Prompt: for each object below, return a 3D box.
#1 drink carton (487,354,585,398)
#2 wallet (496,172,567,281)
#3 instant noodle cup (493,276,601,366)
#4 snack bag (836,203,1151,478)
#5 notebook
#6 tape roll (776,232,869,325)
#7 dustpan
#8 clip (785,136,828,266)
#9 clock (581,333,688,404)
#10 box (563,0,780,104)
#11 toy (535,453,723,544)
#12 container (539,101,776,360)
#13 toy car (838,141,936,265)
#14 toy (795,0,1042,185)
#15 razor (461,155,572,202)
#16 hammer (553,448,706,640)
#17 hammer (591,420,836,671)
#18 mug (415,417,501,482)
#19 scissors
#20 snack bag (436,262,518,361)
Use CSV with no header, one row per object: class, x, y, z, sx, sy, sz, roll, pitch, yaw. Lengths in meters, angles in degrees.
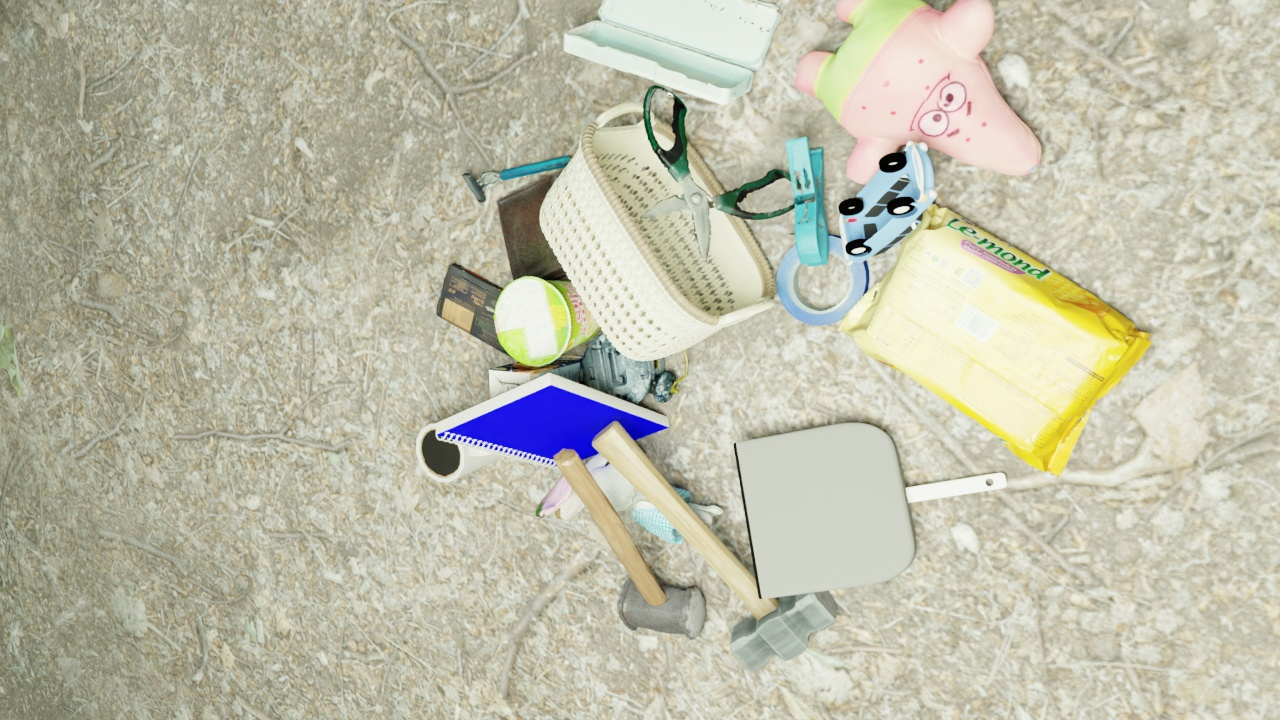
drink carton,-0.112,0.021,1.053,0.064,0.129,0.040,4,100,28
wallet,-0.116,-0.148,1.074,0.100,0.031,0.120,-18,82,30
instant noodle cup,-0.094,-0.051,1.040,0.099,0.107,0.099,6,103,27
snack bag,0.322,-0.021,0.851,0.247,0.068,0.160,36,113,17
notebook,-0.097,0.073,1.018,0.172,0.209,0.022,-23,63,29
tape roll,0.186,-0.082,0.938,0.091,0.016,0.093,13,106,25
dustpan,0.233,0.141,0.927,0.258,0.033,0.163,-13,77,20
clip,0.159,-0.152,0.883,0.028,0.113,0.127,-4,99,28
clock,-0.006,0.006,1.038,0.130,0.052,0.090,-6,98,29
box,0.030,-0.335,0.939,0.197,0.075,0.125,25,92,20
toy,-0.007,0.149,1.050,0.205,0.131,0.105,7,83,14
container,0.013,-0.120,0.935,0.143,0.184,0.246,-37,80,38
toy car,0.228,-0.140,0.841,0.154,0.054,0.056,126,141,-68
toy,0.256,-0.238,0.828,0.237,0.096,0.193,37,128,9
razor,-0.142,-0.221,1.081,0.144,0.022,0.042,-9,133,25
hammer,-0.016,0.203,0.991,0.098,0.052,0.329,1,137,27
hammer,0.068,0.193,0.985,0.117,0.051,0.323,-39,99,20
mug,-0.211,0.104,1.144,0.105,0.089,0.073,-1,100,28
scissors,0.080,-0.179,0.899,0.015,0.203,0.201,137,132,-56
snack bag,-0.187,-0.057,1.139,0.155,0.018,0.075,29,112,20
